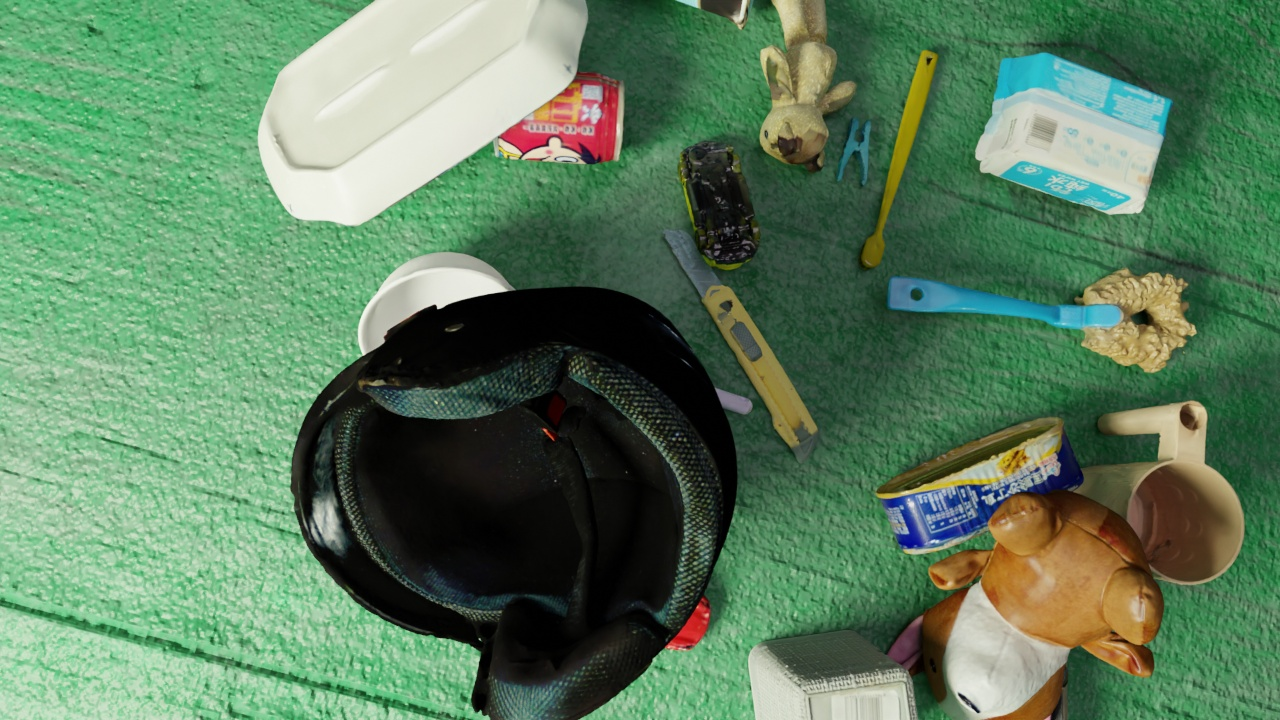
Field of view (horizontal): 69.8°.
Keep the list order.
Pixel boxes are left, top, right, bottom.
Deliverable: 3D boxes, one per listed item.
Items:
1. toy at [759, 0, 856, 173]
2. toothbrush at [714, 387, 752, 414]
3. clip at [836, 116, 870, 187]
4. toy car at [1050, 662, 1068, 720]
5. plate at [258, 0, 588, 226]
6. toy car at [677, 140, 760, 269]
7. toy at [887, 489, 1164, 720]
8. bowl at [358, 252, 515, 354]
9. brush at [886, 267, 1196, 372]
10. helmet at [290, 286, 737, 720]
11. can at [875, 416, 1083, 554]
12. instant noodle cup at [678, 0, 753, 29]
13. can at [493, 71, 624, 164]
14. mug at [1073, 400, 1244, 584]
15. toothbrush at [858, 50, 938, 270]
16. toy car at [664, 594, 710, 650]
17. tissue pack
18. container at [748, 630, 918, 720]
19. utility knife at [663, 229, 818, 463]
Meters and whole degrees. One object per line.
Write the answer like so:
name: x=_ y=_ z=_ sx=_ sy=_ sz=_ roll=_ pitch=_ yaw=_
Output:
toy: x=0.121 y=-0.226 z=0.714 sx=0.105 sy=0.066 sz=0.157 roll=13 pitch=74 yaw=-46
toothbrush: x=-0.004 y=0.004 z=0.690 sx=0.189 sy=0.029 sz=0.021 roll=20 pitch=122 yaw=-4
clip: x=0.171 y=-0.166 z=0.730 sx=0.040 sy=0.014 sz=0.056 roll=9 pitch=81 yaw=-5
toy car: x=0.294 y=0.253 z=0.673 sx=0.035 sy=0.042 sz=0.090 roll=15 pitch=75 yaw=-43
plate: x=-0.164 y=-0.207 z=0.650 sx=0.266 sy=0.034 sz=0.162 roll=-32 pitch=67 yaw=4
toy car: x=0.059 y=-0.119 z=0.705 sx=0.048 sy=0.032 sz=0.105 roll=-10 pitch=73 yaw=-6
toy: x=0.254 y=0.184 z=0.616 sx=0.140 sy=0.200 sz=0.130 roll=40 pitch=40 yaw=21
bowl: x=-0.139 y=-0.038 z=0.652 sx=0.118 sy=0.118 sz=0.064 roll=-11 pitch=46 yaw=-7
brush: x=0.311 y=-0.040 z=0.706 sx=0.254 sy=0.046 sz=0.083 roll=5 pitch=86 yaw=-10
helmet: x=-0.071 y=0.070 z=0.573 sx=0.275 sy=0.229 sz=0.233 roll=-8 pitch=107 yaw=24
can: x=0.249 y=0.091 z=0.675 sx=0.148 sy=0.075 sz=0.049 roll=-22 pitch=89 yaw=-7
instant noodle cup: x=0.034 y=-0.320 z=0.695 sx=0.120 sy=0.111 sz=0.111 roll=14 pitch=82 yaw=4
can: x=-0.060 y=-0.181 z=0.683 sx=0.094 sy=0.066 sz=0.066 roll=3 pitch=82 yaw=-5
mug: x=0.364 y=0.095 z=0.669 sx=0.084 sy=0.103 sz=0.124 roll=8 pitch=82 yaw=-5
toothbrush: x=0.205 y=-0.160 z=0.732 sx=0.015 sy=0.017 sz=0.190 roll=18 pitch=80 yaw=-2
toy car: x=0.001 y=0.173 z=0.664 sx=0.106 sy=0.031 sz=0.049 roll=25 pitch=82 yaw=-4
tissue pack: x=0.340 y=-0.176 z=0.721 sx=0.140 sy=0.063 sz=0.090 roll=19 pitch=83 yaw=-1
container: x=0.132 y=0.243 z=0.623 sx=0.090 sy=0.114 sz=0.090 roll=-7 pitch=84 yaw=-6
utility knife: x=0.078 y=-0.015 z=0.705 sx=0.031 sy=0.021 sz=0.207 roll=-31 pitch=82 yaw=-14
